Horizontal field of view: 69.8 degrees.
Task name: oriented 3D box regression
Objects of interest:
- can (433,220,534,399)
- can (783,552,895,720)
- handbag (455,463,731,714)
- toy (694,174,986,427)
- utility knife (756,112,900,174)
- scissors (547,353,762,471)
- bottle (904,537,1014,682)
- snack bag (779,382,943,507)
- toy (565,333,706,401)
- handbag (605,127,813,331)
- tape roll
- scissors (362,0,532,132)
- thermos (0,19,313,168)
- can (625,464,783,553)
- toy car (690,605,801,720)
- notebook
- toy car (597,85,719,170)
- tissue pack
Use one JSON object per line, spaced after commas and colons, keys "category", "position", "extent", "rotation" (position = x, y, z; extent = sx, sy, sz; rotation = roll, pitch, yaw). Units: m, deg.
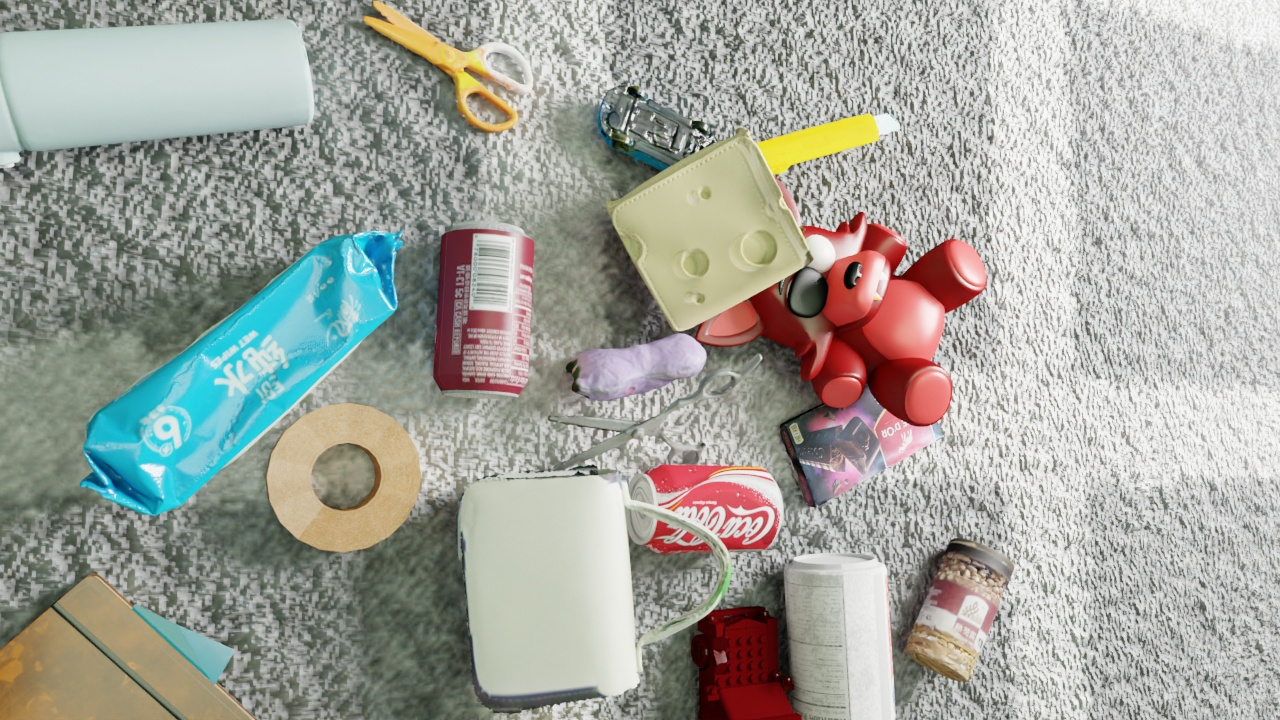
{"category": "can", "position": [-0.106, -0.033, 0.621], "extent": [0.063, 0.063, 0.114], "rotation": [5, 83, -24]}
{"category": "can", "position": [0.152, 0.221, 0.704], "extent": [0.078, 0.078, 0.136], "rotation": [0, 85, -24]}
{"category": "handbag", "position": [-0.027, 0.145, 0.616], "extent": [0.176, 0.074, 0.151], "rotation": [-6, 87, 1]}
{"category": "toy", "position": [0.157, -0.047, 0.718], "extent": [0.197, 0.121, 0.158], "rotation": [24, 78, -12]}
{"category": "utility knife", "position": [0.159, -0.186, 0.781], "extent": [0.175, 0.017, 0.030], "rotation": [-20, 98, -24]}
{"category": "scissors", "position": [0.012, 0.041, 0.651], "extent": [0.172, 0.014, 0.141], "rotation": [-39, 137, 18]}
{"category": "bottle", "position": [0.267, 0.208, 0.769], "extent": [0.056, 0.056, 0.105], "rotation": [36, 72, -17]}
{"category": "snack bag", "position": [0.187, 0.059, 0.770], "extent": [0.155, 0.018, 0.074], "rotation": [-23, 94, -26]}
{"category": "toy", "position": [-0.004, 0.004, 0.662], "extent": [0.099, 0.080, 0.036], "rotation": [-12, 105, -7]}
{"category": "handbag", "position": [0.051, -0.094, 0.662], "extent": [0.119, 0.081, 0.111], "rotation": [-29, 90, 5]}
{"category": "tape roll", "position": [-0.191, 0.075, 0.591], "extent": [0.094, 0.027, 0.094], "rotation": [3, 84, -24]}
{"category": "scissors", "position": [-0.135, -0.222, 0.654], "extent": [0.131, 0.013, 0.073], "rotation": [35, 71, -18]}
{"category": "thermos", "position": [-0.306, -0.162, 0.542], "extent": [0.206, 0.065, 0.078], "rotation": [-14, 117, -25]}
{"category": "can", "position": [0.047, 0.109, 0.675], "extent": [0.104, 0.064, 0.064], "rotation": [4, 83, -24]}
{"category": "toy car", "position": [0.078, 0.272, 0.674], "extent": [0.070, 0.062, 0.169], "rotation": [2, 84, -24]}
{"category": "notebook", "position": [-0.299, 0.251, 0.533], "extent": [0.178, 0.014, 0.249], "rotation": [-45, 103, -21]}
{"category": "toy car", "position": [0.013, -0.171, 0.704], "extent": [0.105, 0.032, 0.048], "rotation": [21, 77, -23]}
{"category": "tissue pack", "position": [-0.226, -0.001, 0.535], "extent": [0.209, 0.117, 0.066], "rotation": [-46, 109, -21]}
